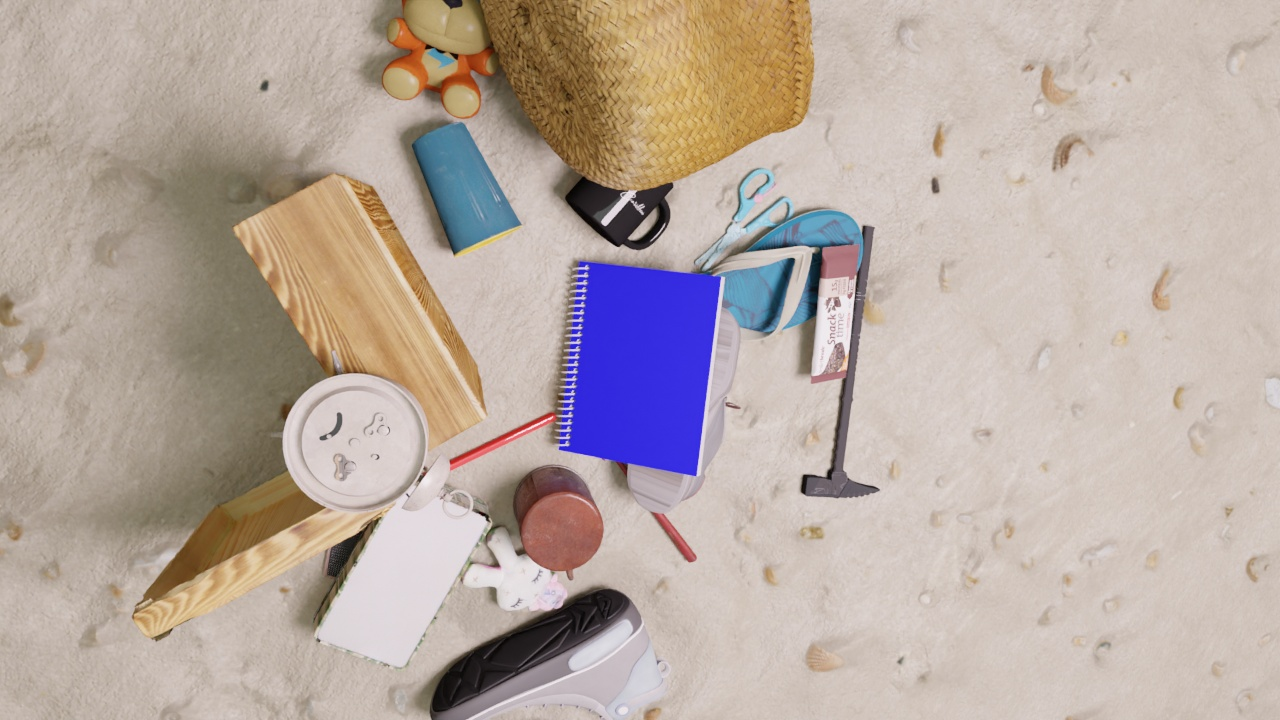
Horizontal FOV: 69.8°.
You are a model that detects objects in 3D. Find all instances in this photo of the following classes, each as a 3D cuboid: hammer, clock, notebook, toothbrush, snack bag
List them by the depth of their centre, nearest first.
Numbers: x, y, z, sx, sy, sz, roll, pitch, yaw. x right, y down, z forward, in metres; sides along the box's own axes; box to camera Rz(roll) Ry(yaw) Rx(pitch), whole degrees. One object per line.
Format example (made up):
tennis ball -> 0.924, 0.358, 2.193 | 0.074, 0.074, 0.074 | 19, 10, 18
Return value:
clock -> -0.196, 0.071, 0.704 | 0.157, 0.061, 0.103 | 36, 91, -7
notebook -> -0.006, 0.006, 0.984 | 0.172, 0.022, 0.209 | 9, 95, 21
toothbrush -> -0.188, 0.111, 1.016 | 0.212, 0.012, 0.018 | -26, 114, -7
snack bag -> 0.220, -0.051, 1.039 | 0.057, 0.013, 0.158 | -8, 110, -30
toothbrush -> 0.006, 0.164, 1.062 | 0.016, 0.016, 0.190 | -37, 104, 1
hammer -> 0.257, 0.005, 1.087 | 0.095, 0.015, 0.325 | 4, 98, -11

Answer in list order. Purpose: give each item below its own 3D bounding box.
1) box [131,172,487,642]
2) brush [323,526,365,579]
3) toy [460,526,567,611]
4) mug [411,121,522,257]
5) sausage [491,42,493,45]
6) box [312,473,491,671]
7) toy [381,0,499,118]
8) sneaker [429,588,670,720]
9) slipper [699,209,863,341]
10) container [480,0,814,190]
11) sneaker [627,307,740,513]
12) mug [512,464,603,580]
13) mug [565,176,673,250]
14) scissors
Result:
box -> -0.325, 0.037, 0.844 | 0.336, 0.279, 0.286 | -32, 103, -7
brush -> -0.310, 0.178, 1.002 | 0.050, 0.015, 0.136 | 12, 96, -14
toy -> -0.138, 0.245, 1.036 | 0.122, 0.038, 0.079 | 34, 84, -17
mug -> -0.182, -0.177, 0.943 | 0.078, 0.078, 0.121 | -26, 98, -6
sausage -> -0.081, -0.309, 0.966 | 0.155, 0.020, 0.020 | 16, 95, -13
box -> -0.258, 0.226, 0.995 | 0.117, 0.051, 0.205 | 28, 93, -21
toy -> -0.189, -0.334, 0.910 | 0.112, 0.096, 0.176 | 14, 85, -12
sneaker -> -0.097, 0.380, 1.047 | 0.256, 0.093, 0.160 | -28, 112, -4
slipper -> 0.126, -0.073, 1.023 | 0.294, 0.060, 0.118 | -23, 110, -6
container -> -0.011, -0.307, 0.816 | 0.196, 0.307, 0.307 | -30, 104, -16
sneaker -> 0.059, 0.052, 1.019 | 0.099, 0.089, 0.236 | 23, 101, 20
mug -> -0.087, 0.186, 1.001 | 0.096, 0.110, 0.123 | -14, 101, -4
mug -> -0.013, -0.168, 0.980 | 0.088, 0.078, 0.113 | -48, 130, -1
scissors -> 0.118, -0.145, 1.040 | 0.076, 0.015, 0.141 | 37, 96, -17
